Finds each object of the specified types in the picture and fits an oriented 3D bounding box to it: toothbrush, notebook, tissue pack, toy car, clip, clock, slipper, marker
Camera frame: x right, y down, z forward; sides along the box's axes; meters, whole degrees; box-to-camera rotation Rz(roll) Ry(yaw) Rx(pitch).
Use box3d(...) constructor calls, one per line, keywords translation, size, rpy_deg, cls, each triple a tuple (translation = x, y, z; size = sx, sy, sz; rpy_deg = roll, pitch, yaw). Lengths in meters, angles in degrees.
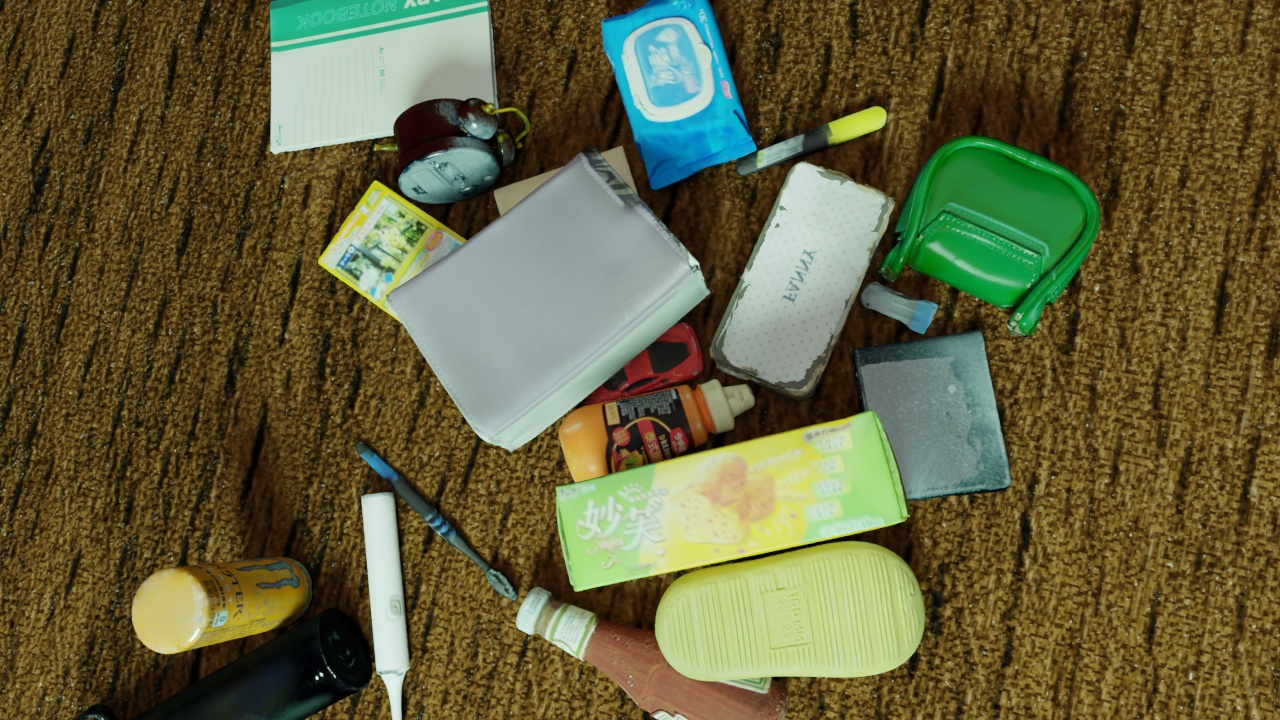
box3d(translation=(-0.167, 0.127, 0.740), size=(0.189, 0.016, 0.014), rpy_deg=(40, 82, 14), cls="toothbrush")
box3d(translation=(-0.230, -0.268, 0.811), size=(0.209, 0.012, 0.150), rpy_deg=(-7, 80, 10), cls="notebook")
box3d(translation=(0.028, -0.221, 0.736), size=(0.095, 0.052, 0.157), rpy_deg=(-17, 79, 7), cls="tissue pack")
box3d(translation=(-0.004, 0.004, 0.721), size=(0.106, 0.031, 0.049), rpy_deg=(-15, 78, 10), cls="toy car")
box3d(translation=(0.194, -0.041, 0.695), size=(0.058, 0.044, 0.027), rpy_deg=(24, 113, 17), cls="clip")
box3d(translation=(-0.148, -0.174, 0.747), size=(0.122, 0.082, 0.055), rpy_deg=(-18, 73, 9), cls="clock")
box3d(translation=(0.101, 0.174, 0.649), size=(0.190, 0.081, 0.091), rpy_deg=(-4, 89, -8), cls="slipper")
box3d(translation=(0.135, -0.173, 0.731), size=(0.124, 0.015, 0.018), rpy_deg=(-19, 78, 10), cls="marker")
box3d(translation=(-0.198, 0.216, 0.726), size=(0.026, 0.026, 0.221), rpy_deg=(-19, 75, 49), cls="toothbrush")

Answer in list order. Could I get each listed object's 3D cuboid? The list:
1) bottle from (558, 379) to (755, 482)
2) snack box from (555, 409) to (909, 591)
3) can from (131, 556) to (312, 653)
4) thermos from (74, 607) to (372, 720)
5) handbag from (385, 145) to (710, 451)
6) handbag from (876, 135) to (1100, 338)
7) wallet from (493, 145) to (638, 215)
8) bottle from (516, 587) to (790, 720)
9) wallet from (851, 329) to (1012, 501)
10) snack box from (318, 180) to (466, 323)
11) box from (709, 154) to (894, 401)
box3d(translation=(0.015, 0.050, 0.698), size=(0.149, 0.067, 0.066), rpy_deg=(-19, 79, 0), cls="bottle")
box3d(translation=(0.069, 0.096, 0.618), size=(0.210, 0.157, 0.070), rpy_deg=(-15, 77, 14), cls="snack box")
box3d(translation=(-0.308, 0.180, 0.689), size=(0.058, 0.146, 0.058), rpy_deg=(-1, 81, 9), cls="can")
box3d(translation=(-0.337, 0.272, 0.714), size=(0.242, 0.068, 0.090), rpy_deg=(-28, 113, 4), cls="thermos")
box3d(translation=(-0.069, -0.047, 0.688), size=(0.197, 0.098, 0.145), rpy_deg=(-38, 77, 0), cls="handbag")
box3d(translation=(0.253, -0.091, 0.669), size=(0.131, 0.068, 0.120), rpy_deg=(26, 88, 13), cls="handbag")
box3d(translation=(-0.056, -0.118, 0.752), size=(0.115, 0.024, 0.087), rpy_deg=(-18, 82, 5), cls="wallet")
box3d(translation=(0.005, 0.224, 0.673), size=(0.206, 0.060, 0.059), rpy_deg=(22, 86, 13), cls="bottle")
box3d(translation=(0.215, 0.042, 0.680), size=(0.097, 0.019, 0.120), rpy_deg=(-9, 79, 8), cls="wallet")
box3d(translation=(-0.189, -0.078, 0.765), size=(0.140, 0.033, 0.087), rpy_deg=(34, 89, 11), cls="snack box")
box3d(translation=(0.124, -0.064, 0.695), size=(0.090, 0.059, 0.184), rpy_deg=(26, 85, 12), cls="box")
